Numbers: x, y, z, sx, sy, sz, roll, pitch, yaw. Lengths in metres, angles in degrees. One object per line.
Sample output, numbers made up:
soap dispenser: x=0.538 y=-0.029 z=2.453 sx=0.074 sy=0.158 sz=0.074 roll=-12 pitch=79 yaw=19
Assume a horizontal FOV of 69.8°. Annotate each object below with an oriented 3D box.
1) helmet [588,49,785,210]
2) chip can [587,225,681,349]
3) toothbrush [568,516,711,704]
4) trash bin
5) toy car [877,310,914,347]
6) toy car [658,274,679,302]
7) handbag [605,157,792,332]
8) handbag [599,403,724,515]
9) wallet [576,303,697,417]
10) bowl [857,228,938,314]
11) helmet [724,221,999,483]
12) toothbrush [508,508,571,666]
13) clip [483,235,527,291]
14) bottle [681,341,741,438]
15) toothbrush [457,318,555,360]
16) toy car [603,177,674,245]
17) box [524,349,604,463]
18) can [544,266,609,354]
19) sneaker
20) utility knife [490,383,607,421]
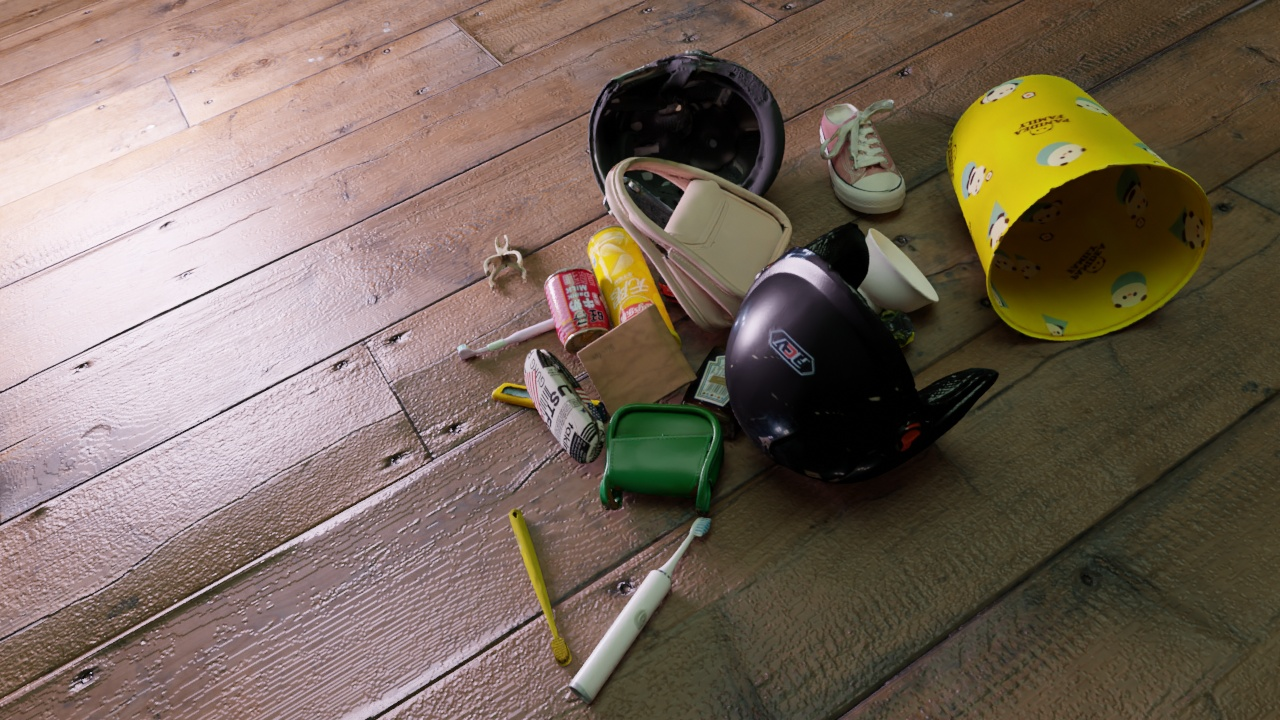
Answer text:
helmet: x=0.073 y=-0.303 z=1.265 sx=0.274 sy=0.230 sz=0.156 roll=-5 pitch=16 yaw=19
chip can: x=-0.011 y=-0.082 z=1.161 sx=0.072 sy=0.072 sz=0.213 roll=-16 pitch=48 yaw=-3
toothbrush: x=0.005 y=0.237 z=0.903 sx=0.026 sy=0.027 sz=0.220 roll=6 pitch=46 yaw=45
trash bin: x=0.481 y=-0.191 z=1.066 sx=0.230 sy=0.230 sz=0.254 roll=-8 pitch=42 yaw=5
toy car: x=0.269 y=-0.024 z=1.080 sx=0.105 sy=0.032 sz=0.048 roll=-17 pitch=47 yaw=12
toy car: x=0.064 y=-0.116 z=1.193 sx=0.053 sy=0.045 sz=0.120 roll=14 pitch=40 yaw=23
handbag: x=0.061 y=-0.164 z=1.118 sx=0.234 sy=0.094 sz=0.192 roll=37 pitch=44 yaw=-11
handbag: x=0.023 y=0.109 z=0.992 sx=0.131 sy=0.068 sz=0.120 roll=4 pitch=57 yaw=13
wallet: x=-0.006 y=0.006 z=1.058 sx=0.115 sy=0.020 sz=0.101 roll=-32 pitch=81 yaw=16
bowl: x=0.294 y=-0.094 z=1.105 sx=0.065 sy=0.118 sz=0.118 roll=-45 pitch=42 yaw=24
helmet: x=0.194 y=0.006 z=0.913 sx=0.230 sy=0.274 sz=0.233 roll=-43 pitch=62 yaw=10
toothbrush: x=-0.106 y=0.227 z=0.941 sx=0.015 sy=0.017 sz=0.190 roll=-21 pitch=48 yaw=-7
clip: x=-0.178 y=-0.139 z=1.274 sx=0.095 sy=0.035 sz=0.101 roll=2 pitch=41 yaw=19
bottle: x=0.119 y=0.003 z=1.078 sx=0.080 sy=0.044 sz=0.194 roll=17 pitch=53 yaw=24
toothbrush: x=-0.144 y=-0.039 z=1.187 sx=0.189 sy=0.029 sz=0.021 roll=-20 pitch=88 yaw=-8
toy car: x=0.008 y=-0.193 z=1.215 sx=0.120 sy=0.054 sz=0.036 roll=37 pitch=18 yaw=-1
box: x=-0.092 y=0.050 z=1.042 sx=0.052 sy=0.069 sz=0.164 roll=-21 pitch=47 yaw=-25
can: x=-0.078 y=-0.061 z=1.148 sx=0.066 sy=0.067 sz=0.093 roll=-17 pitch=64 yaw=-4
sneaker: x=0.304 y=-0.300 z=1.280 sx=0.118 sy=0.088 sz=0.240 roll=-11 pitch=46 yaw=2
utility knife: x=-0.110 y=0.050 z=1.101 sx=0.156 sy=0.015 sz=0.033 roll=10 pitch=49 yaw=20
